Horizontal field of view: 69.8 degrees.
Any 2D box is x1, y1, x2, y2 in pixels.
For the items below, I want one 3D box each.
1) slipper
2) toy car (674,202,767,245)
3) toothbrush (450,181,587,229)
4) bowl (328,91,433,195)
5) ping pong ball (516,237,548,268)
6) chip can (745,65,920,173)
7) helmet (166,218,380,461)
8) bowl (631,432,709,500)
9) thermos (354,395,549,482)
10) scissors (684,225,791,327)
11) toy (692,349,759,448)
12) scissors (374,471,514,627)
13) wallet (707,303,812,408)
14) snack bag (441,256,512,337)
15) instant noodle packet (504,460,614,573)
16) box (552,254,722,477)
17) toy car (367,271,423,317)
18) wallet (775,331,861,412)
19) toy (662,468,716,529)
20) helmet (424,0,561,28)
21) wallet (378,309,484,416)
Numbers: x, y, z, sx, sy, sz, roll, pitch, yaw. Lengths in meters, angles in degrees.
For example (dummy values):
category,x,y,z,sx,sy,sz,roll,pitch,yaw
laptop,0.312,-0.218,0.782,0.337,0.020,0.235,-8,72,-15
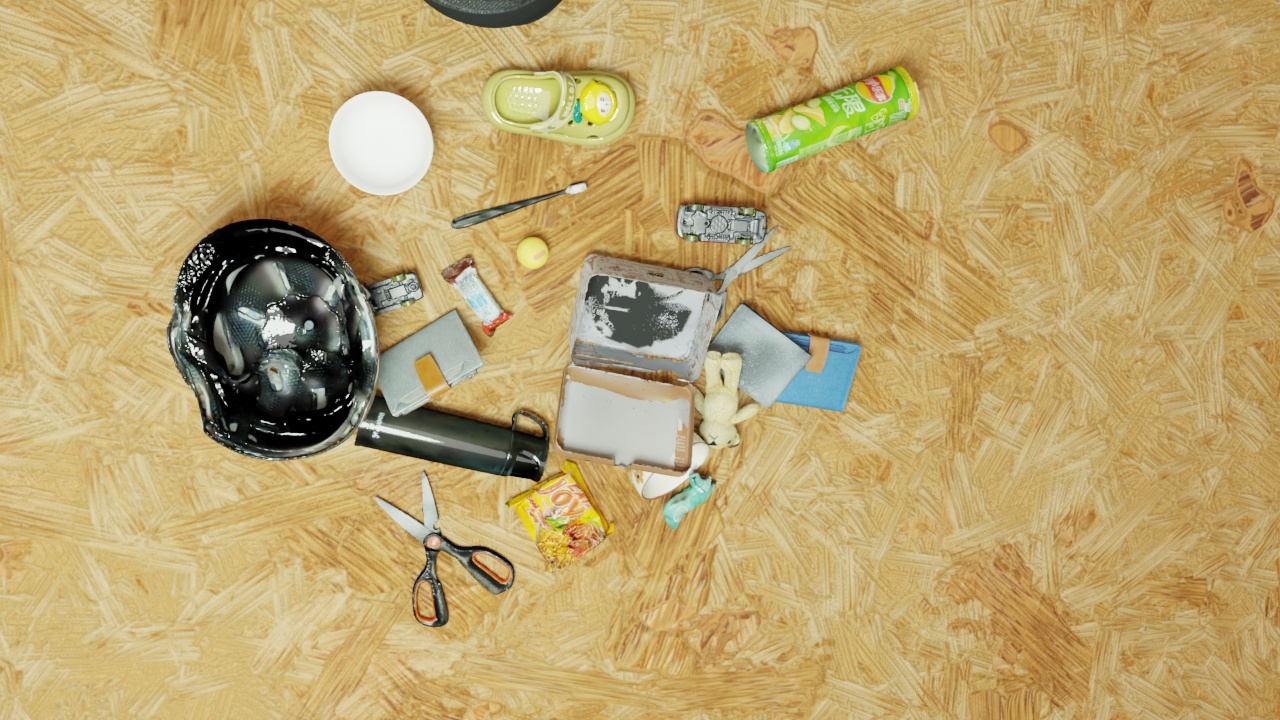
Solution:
category,x,y,z,sx,sy,sz,roll,pitch,yaw
slipper,-0.099,-0.310,1.119,0.190,0.081,0.092,2,105,-8
toy car,0.104,-0.178,1.204,0.120,0.045,0.053,5,100,-5
toothbrush,-0.154,-0.197,1.168,0.181,0.018,0.016,-17,108,-5
bowl,-0.308,-0.259,1.099,0.118,0.064,0.118,-2,103,-10
ping pong ball,-0.137,-0.137,1.171,0.040,0.040,0.040,-2,103,-10
chip can,0.244,-0.310,1.185,0.221,0.072,0.072,-22,106,-5
helmet,-0.415,-0.024,1.088,0.230,0.157,0.274,-14,95,-5
bowl,0.030,0.130,1.244,0.113,0.113,0.062,-41,65,1
thermos,-0.241,0.094,1.200,0.242,0.068,0.090,14,77,-15
scissors,0.119,-0.116,1.238,0.166,0.014,0.163,11,102,-13
toy,0.107,0.054,1.236,0.105,0.066,0.157,9,124,13
scissors,-0.275,0.269,1.252,0.221,0.021,0.225,23,99,-15
wallet,0.157,-0.006,1.246,0.121,0.019,0.097,37,106,1
snack bag,-0.209,-0.081,1.179,0.045,0.026,0.105,-32,106,8
instant noodle packet,-0.108,0.214,1.259,0.110,0.044,0.128,-32,106,-6
box,-0.008,0.005,1.180,0.179,0.130,0.272,10,87,-11
toy car,-0.320,-0.082,1.154,0.090,0.035,0.042,-19,104,-5
wallet,0.234,0.014,1.279,0.133,0.040,0.106,9,106,-12
toy,0.067,0.189,1.283,0.091,0.030,0.096,-37,144,-11
helmet,-0.151,-0.493,0.989,0.233,0.230,0.274,35,87,-9
wallet,-0.269,0.004,1.153,0.129,0.106,0.037,-31,145,-3
